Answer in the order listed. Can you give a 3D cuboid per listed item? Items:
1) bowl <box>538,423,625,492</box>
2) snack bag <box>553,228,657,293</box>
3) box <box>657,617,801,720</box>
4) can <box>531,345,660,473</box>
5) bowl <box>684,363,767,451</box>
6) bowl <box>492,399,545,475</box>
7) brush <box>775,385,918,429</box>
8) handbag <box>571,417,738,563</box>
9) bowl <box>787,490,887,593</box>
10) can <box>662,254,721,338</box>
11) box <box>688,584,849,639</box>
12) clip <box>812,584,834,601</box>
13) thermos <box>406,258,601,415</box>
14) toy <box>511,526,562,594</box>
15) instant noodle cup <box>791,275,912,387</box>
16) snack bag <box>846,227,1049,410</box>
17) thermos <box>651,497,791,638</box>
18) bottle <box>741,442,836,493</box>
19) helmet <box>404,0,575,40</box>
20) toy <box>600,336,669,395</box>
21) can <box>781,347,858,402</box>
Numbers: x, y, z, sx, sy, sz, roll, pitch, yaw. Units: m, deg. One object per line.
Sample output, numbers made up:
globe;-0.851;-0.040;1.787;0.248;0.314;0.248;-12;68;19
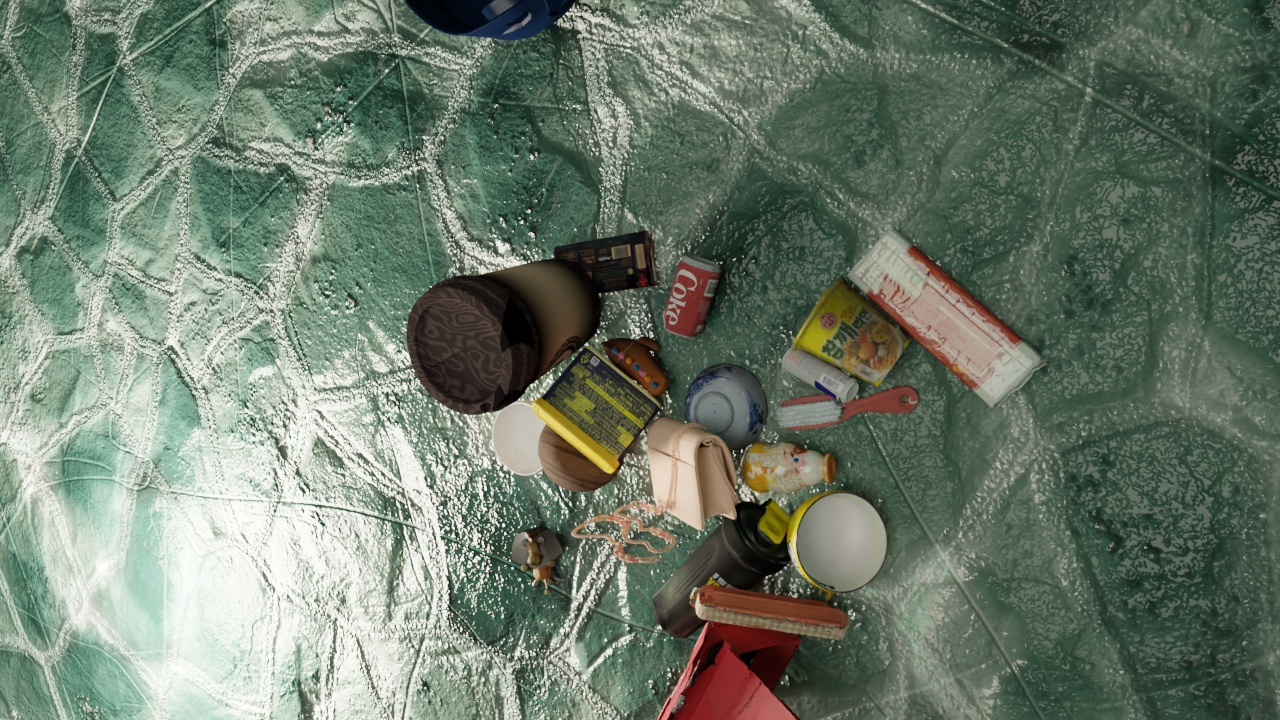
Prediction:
bowl;-0.079;0.120;1.240;0.119;0.032;0.119;0;90;-4
snack bag;-0.049;-0.128;1.238;0.155;0.018;0.074;-5;94;30
box;0.045;0.431;1.030;0.107;0.408;0.212;31;108;20
can;-0.056;0.063;1.194;0.135;0.075;0.104;39;75;2
bowl;0.100;0.062;1.163;0.114;0.045;0.114;3;97;28
bowl;-0.154;0.106;1.303;0.105;0.054;0.105;5;99;30
brush;0.242;0.057;1.094;0.173;0.030;0.041;-11;91;29
handbag;0.013;0.148;1.107;0.199;0.187;0.116;-167;63;-69
bowl;0.225;0.211;1.087;0.117;0.068;0.117;1;86;-14
can;0.064;-0.081;1.162;0.054;0.054;0.097;25;107;24
box;0.152;0.304;1.097;0.187;0.079;0.054;10;72;-4
clip;0.234;0.274;1.117;0.045;0.054;0.048;-2;119;46
thermos;-0.163;-0.044;1.179;0.173;0.225;0.173;11;113;27
toy;-0.145;0.289;1.315;0.076;0.062;0.100;-11;96;10
instant noodle cup;0.245;-0.026;1.051;0.108;0.102;0.102;35;111;12
snack bag;0.339;-0.049;1.024;0.225;0.041;0.078;45;115;15
thermos;0.105;0.262;1.158;0.098;0.098;0.221;49;121;16
bottle;0.180;0.131;1.116;0.109;0.063;0.063;-3;94;31
helmet;-0.156;-0.530;1.136;0.273;0.222;0.232;-36;93;37
toy;-0.007;0.007;1.184;0.071;0.103;0.090;-51;60;11
can;0.213;0.017;1.090;0.095;0.032;0.032;33;111;38
